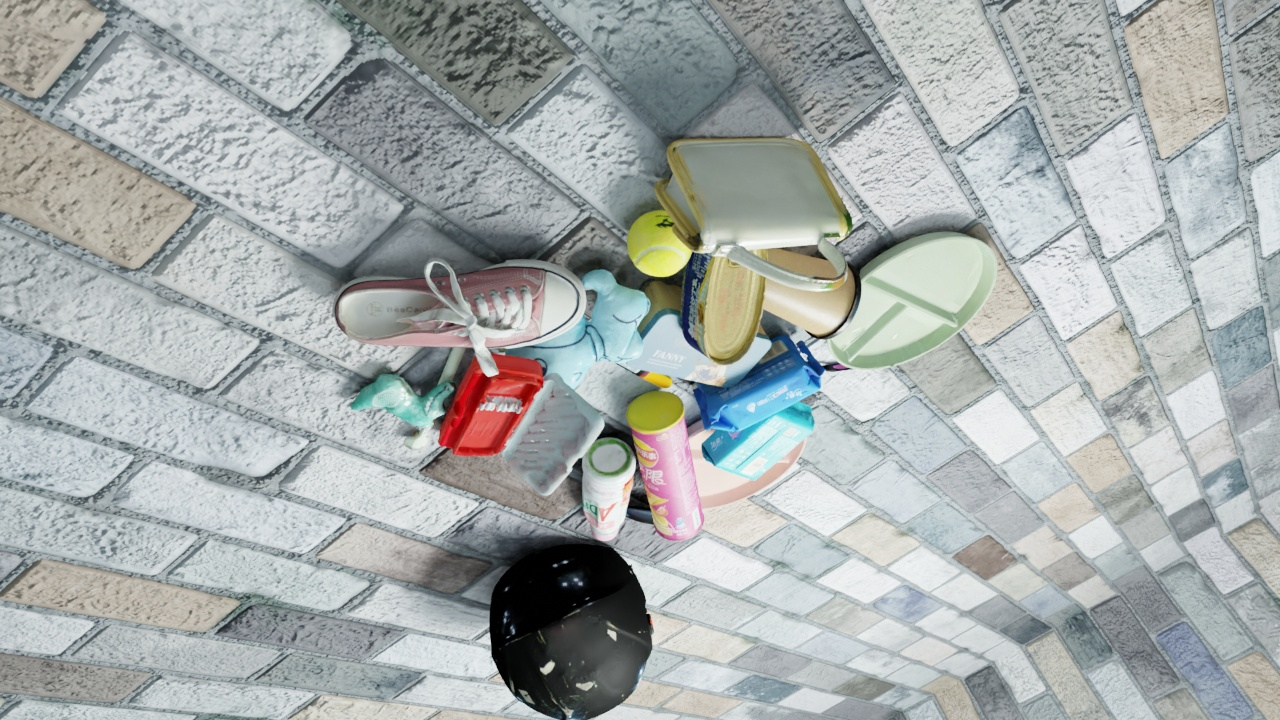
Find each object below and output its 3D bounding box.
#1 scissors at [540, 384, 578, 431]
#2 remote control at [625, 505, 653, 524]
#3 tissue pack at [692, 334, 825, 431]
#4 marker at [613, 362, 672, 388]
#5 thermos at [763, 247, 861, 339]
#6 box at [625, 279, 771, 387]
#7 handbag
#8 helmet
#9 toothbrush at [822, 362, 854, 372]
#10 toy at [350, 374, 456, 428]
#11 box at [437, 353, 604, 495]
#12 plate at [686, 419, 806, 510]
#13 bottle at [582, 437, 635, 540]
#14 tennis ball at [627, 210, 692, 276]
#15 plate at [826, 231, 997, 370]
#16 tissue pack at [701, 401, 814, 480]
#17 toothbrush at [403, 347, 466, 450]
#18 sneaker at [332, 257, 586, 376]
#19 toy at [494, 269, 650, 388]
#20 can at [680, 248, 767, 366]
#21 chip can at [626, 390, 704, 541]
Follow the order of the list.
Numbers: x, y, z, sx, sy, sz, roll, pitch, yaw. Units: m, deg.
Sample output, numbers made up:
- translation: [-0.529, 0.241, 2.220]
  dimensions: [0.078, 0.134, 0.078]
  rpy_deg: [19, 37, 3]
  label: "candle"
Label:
- translation: [-0.137, 0.046, 1.055]
  dimensions: [0.171, 0.019, 0.177]
  rpy_deg: [-11, 141, -18]
  label: "scissors"
- translation: [0.026, 0.226, 1.323]
  dimensions: [0.136, 0.024, 0.053]
  rpy_deg: [12, 169, -28]
  label: "remote control"
- translation: [0.140, 0.030, 1.110]
  dimensions: [0.157, 0.095, 0.052]
  rpy_deg: [-26, 120, 4]
  label: "tissue pack"
- translation: [-0.006, 0.006, 1.077]
  dimensions: [0.018, 0.015, 0.123]
  rpy_deg: [-43, 136, 21]
  label: "marker"
- translation: [0.172, -0.080, 1.012]
  dimensions: [0.143, 0.093, 0.093]
  rpy_deg: [15, 129, -28]
  label: "thermos"
- translation: [0.054, -0.029, 1.027]
  dimensions: [0.184, 0.063, 0.090]
  rpy_deg: [9, 131, -37]
  label: "box"
- translation: [0.112, -0.126, 0.847]
  dimensions: [0.163, 0.178, 0.063]
  rpy_deg: [-7, 145, -23]
  label: "handbag"
- translation: [-0.099, 0.406, 1.332]
  dimensions: [0.233, 0.230, 0.275]
  rpy_deg: [-27, 104, 5]
  label: "helmet"
- translation: [0.271, 0.009, 1.224]
  dimensions: [0.189, 0.014, 0.018]
  rpy_deg: [-5, 149, -23]
  label: "toothbrush"
- translation: [-0.245, 0.041, 0.973]
  dimensions: [0.097, 0.030, 0.092]
  rpy_deg: [-37, 130, 23]
  label: "toy"
- translation: [-0.132, 0.069, 0.994]
  dimensions: [0.160, 0.063, 0.202]
  rpy_deg: [26, 144, -9]
  label: "box"
- translation: [0.123, 0.135, 1.285]
  dimensions: [0.229, 0.028, 0.230]
  rpy_deg: [-15, 142, -12]
  label: "plate"
- translation: [-0.045, 0.179, 1.225]
  dimensions: [0.068, 0.068, 0.197]
  rpy_deg: [-13, 146, -14]
  label: "bottle"
- translation: [0.019, -0.115, 0.903]
  dimensions: [0.065, 0.065, 0.066]
  rpy_deg: [-14, 141, -12]
  label: "tennis ball"
- translation: [0.335, -0.073, 1.147]
  dimensions: [0.230, 0.027, 0.231]
  rpy_deg: [-15, 142, -12]
  label: "plate"
- translation: [0.153, 0.095, 1.188]
  dimensions: [0.093, 0.050, 0.134]
  rpy_deg: [22, 123, -41]
  label: "tissue pack"
- translation: [-0.218, 0.032, 0.996]
  dimensions: [0.029, 0.020, 0.190]
  rpy_deg: [0, 136, -37]
  label: "toothbrush"
- translation: [-0.161, -0.044, 0.859]
  dimensions: [0.240, 0.088, 0.118]
  rpy_deg: [-3, 109, -20]
  label: "sneaker"
- translation: [-0.074, -0.023, 0.960]
  dimensions: [0.156, 0.049, 0.162]
  rpy_deg: [9, 117, 2]
  label: "toy"
- translation: [0.084, -0.071, 0.937]
  dimensions: [0.074, 0.049, 0.148]
  rpy_deg: [-11, 119, -29]
  label: "can"
- translation: [0.034, 0.139, 1.173]
  dimensions: [0.071, 0.071, 0.211]
  rpy_deg: [-18, 130, -7]
  label: "chip can"
